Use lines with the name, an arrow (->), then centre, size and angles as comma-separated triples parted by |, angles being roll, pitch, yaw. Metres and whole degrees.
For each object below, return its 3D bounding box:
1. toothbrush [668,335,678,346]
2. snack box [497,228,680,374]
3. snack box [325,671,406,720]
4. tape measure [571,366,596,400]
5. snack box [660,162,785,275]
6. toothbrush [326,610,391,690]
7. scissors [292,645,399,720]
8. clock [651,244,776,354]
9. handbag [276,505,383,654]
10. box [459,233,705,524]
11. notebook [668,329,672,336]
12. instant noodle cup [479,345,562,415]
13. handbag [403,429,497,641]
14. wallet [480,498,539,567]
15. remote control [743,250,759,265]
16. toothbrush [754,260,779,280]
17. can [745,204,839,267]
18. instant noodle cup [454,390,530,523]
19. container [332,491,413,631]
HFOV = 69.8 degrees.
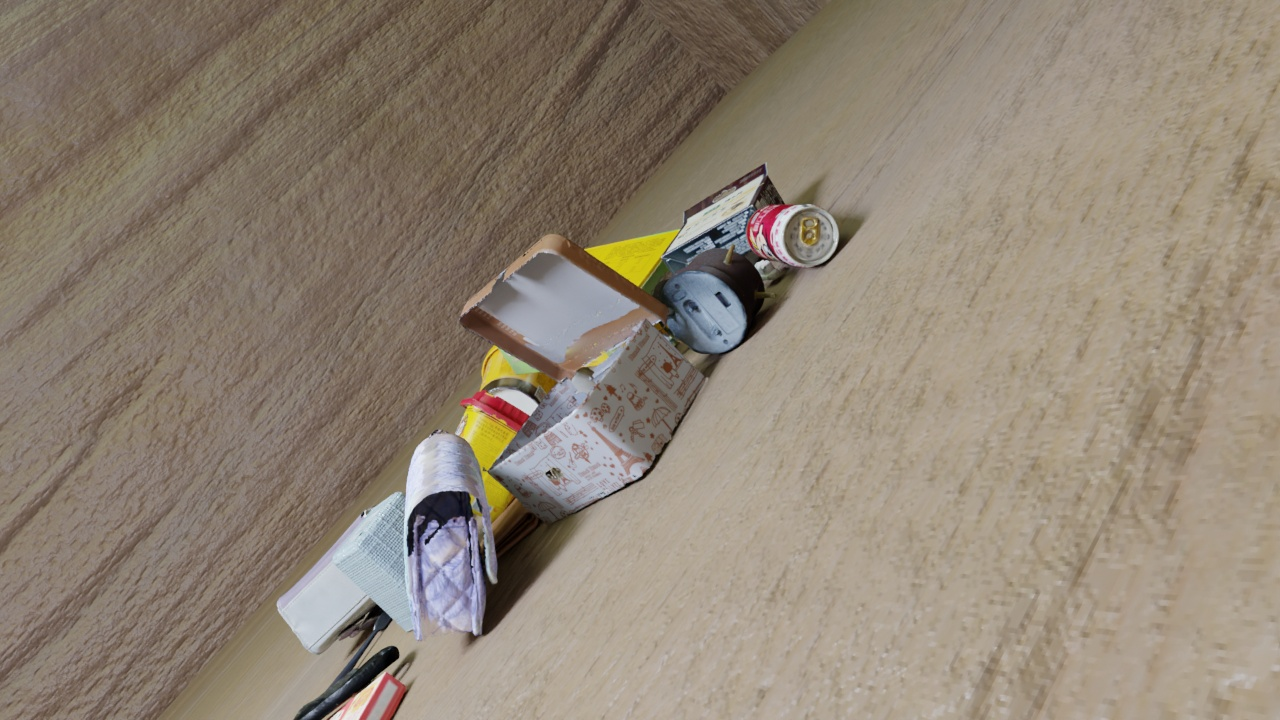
toothbrush -> 0.035, -0.025, 0.921 | 0.186, 0.017, 0.012 | -37, 43, 11
snack box -> -0.051, -0.066, 1.053 | 0.211, 0.070, 0.157 | -7, 36, 38
snack box -> -0.266, 0.334, 0.789 | 0.153, 0.025, 0.075 | -41, 12, 27
tape measure -> -0.077, 0.040, 1.098 | 0.066, 0.033, 0.065 | -50, 8, 40
snack box -> 0.090, -0.143, 0.965 | 0.113, 0.053, 0.125 | -27, 16, 28
toothbrush -> -0.325, 0.345, 1.002 | 0.018, 0.015, 0.180 | -45, 8, 40
scissors -> -0.305, 0.323, 0.817 | 0.211, 0.021, 0.221 | -38, -6, 7
clock -> 0.057, -0.049, 0.809 | 0.122, 0.082, 0.055 | -33, 12, 46
handbag -> -0.316, 0.248, 1.096 | 0.197, 0.098, 0.144 | -42, -5, 25
box -> -0.075, 0.008, 0.800 | 0.184, 0.193, 0.156 | -34, 17, 48
notebook -> -0.006, 0.006, 1.038 | 0.150, 0.012, 0.210 | -41, 12, 33
instant noodle cup -> -0.166, 0.045, 1.244 | 0.119, 0.118, 0.114 | -41, 19, 25
handbag -> -0.167, 0.148, 0.799 | 0.075, 0.134, 0.194 | -4, 11, -14
wallet -> -0.129, 0.162, 0.918 | 0.115, 0.020, 0.101 | -45, 9, 20
remote control -> 0.120, -0.124, 1.002 | 0.056, 0.020, 0.135 | -35, 16, 47
toothbrush -> 0.089, -0.089, 0.922 | 0.016, 0.016, 0.180 | -42, 16, -13
can -> 0.134, -0.113, 0.822 | 0.053, 0.053, 0.132 | -46, 11, 3
instant noodle cup -> -0.172, 0.112, 1.044 | 0.123, 0.116, 0.116 | -61, 14, -12
container -> -0.243, 0.204, 0.945 | 0.090, 0.111, 0.089 | -35, 16, 48
